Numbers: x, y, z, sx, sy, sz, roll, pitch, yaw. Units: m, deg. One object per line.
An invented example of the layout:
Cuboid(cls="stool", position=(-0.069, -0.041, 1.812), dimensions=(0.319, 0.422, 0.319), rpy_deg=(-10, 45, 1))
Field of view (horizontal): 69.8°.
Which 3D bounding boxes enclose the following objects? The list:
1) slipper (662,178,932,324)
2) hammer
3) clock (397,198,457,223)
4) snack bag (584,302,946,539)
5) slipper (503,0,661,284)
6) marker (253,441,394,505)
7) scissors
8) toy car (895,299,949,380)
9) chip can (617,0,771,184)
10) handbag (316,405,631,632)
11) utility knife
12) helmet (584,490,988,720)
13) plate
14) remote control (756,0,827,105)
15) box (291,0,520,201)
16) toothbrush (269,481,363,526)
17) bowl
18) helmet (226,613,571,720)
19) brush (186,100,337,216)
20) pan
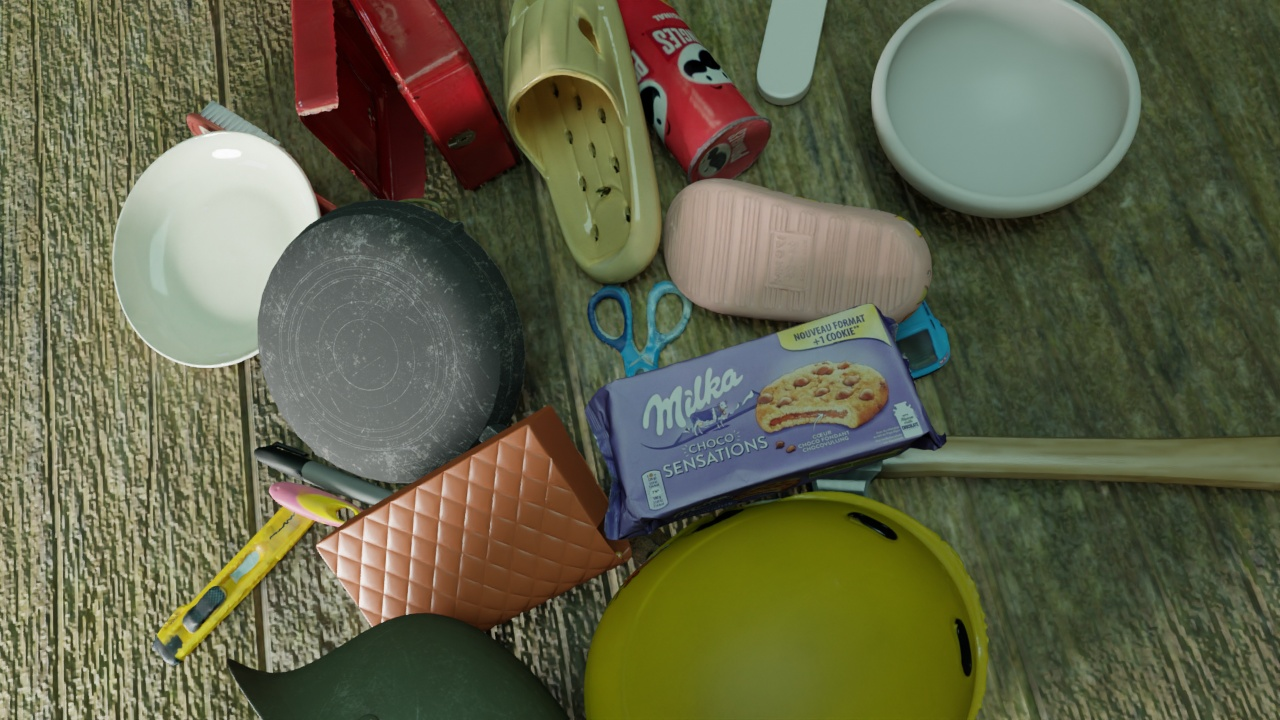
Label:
Cuboid(cls="slipper", position=(0.110, -0.071, 0.641), dimensions=(0.197, 0.081, 0.093), rpy_deg=(17, 105, 32))
Cuboid(cls="hammer", position=(0.262, 0.063, 0.592), dimensions=(0.323, 0.051, 0.117), rpy_deg=(0, 73, 8))
Cuboid(cls="clock", position=(-0.178, -0.063, 0.689), dimensions=(0.090, 0.052, 0.129), rpy_deg=(4, 70, 9))
Cuboid(cls="snack bag", position=(0.070, 0.041, 0.566), dimensions=(0.205, 0.058, 0.096), rpy_deg=(-16, 64, 4))
Cuboid(cls="slipper", position=(-0.059, -0.181, 0.670), dimensions=(0.112, 0.079, 0.261), rpy_deg=(-23, 79, 43))
Cuboid(cls="marker", position=(-0.220, 0.086, 0.669), dimensions=(0.139, 0.016, 0.022), rpy_deg=(17, 53, 11))
Cuboid(cls="scissors", position=(-0.007, 0.006, 0.667), dimensions=(0.083, 0.015, 0.140), rpy_deg=(3, 76, 6))
Cuboid(cls="toy car", position=(0.177, -0.037, 0.644), dimensions=(0.048, 0.032, 0.105), rpy_deg=(-23, 70, 1))
Cuboid(cls="chip can", position=(0.006, -0.241, 0.706), dimensions=(0.073, 0.073, 0.233), rpy_deg=(-32, 71, -3))
Cuboid(cls="handbag", position=(-0.104, 0.117, 0.594), dimensions=(0.172, 0.060, 0.109), rpy_deg=(-30, 95, 16))
Cuboid(cls="utility knife", position=(-0.288, 0.153, 0.658), dimensions=(0.030, 0.017, 0.155), rpy_deg=(41, 79, 7))
Cuboid(cls="helmet", position=(0.071, 0.180, 0.509), dimensions=(0.240, 0.139, 0.209), rpy_deg=(-40, 72, 14))
Cuboid(cls="plate", position=(-0.319, -0.084, 0.708), dimensions=(0.182, 0.034, 0.182), rpy_deg=(-1, 84, 14))
Cuboid(cls="remote control", position=(0.122, -0.265, 0.728), dimensions=(0.043, 0.013, 0.136), rpy_deg=(10, 75, 10))
Cuboid(cls="box", position=(-0.166, -0.209, 0.675), dimensions=(0.123, 0.157, 0.136), rpy_deg=(-16, 74, 5))
Cuboid(cls="toothbrush", position=(-0.202, 0.112, 0.652), dimensions=(0.135, 0.016, 0.021), rpy_deg=(17, 70, 9))
Cuboid(cls="bowl", position=(0.253, -0.175, 0.656), dimensions=(0.177, 0.066, 0.176), rpy_deg=(-2, 73, 7))
Cuboid(cls="helmet", position=(-0.112, 0.241, 0.519), dimensions=(0.153, 0.227, 0.268), rpy_deg=(-40, 84, -24))
Cuboid(cls="brush", position=(-0.294, -0.157, 0.741), dimensions=(0.172, 0.041, 0.030), rpy_deg=(33, 65, 13))
Cuboid(cls="pan", position=(-0.118, 0.038, 0.624), dimensions=(0.357, 0.040, 0.208), rpy_deg=(36, 109, 6))
